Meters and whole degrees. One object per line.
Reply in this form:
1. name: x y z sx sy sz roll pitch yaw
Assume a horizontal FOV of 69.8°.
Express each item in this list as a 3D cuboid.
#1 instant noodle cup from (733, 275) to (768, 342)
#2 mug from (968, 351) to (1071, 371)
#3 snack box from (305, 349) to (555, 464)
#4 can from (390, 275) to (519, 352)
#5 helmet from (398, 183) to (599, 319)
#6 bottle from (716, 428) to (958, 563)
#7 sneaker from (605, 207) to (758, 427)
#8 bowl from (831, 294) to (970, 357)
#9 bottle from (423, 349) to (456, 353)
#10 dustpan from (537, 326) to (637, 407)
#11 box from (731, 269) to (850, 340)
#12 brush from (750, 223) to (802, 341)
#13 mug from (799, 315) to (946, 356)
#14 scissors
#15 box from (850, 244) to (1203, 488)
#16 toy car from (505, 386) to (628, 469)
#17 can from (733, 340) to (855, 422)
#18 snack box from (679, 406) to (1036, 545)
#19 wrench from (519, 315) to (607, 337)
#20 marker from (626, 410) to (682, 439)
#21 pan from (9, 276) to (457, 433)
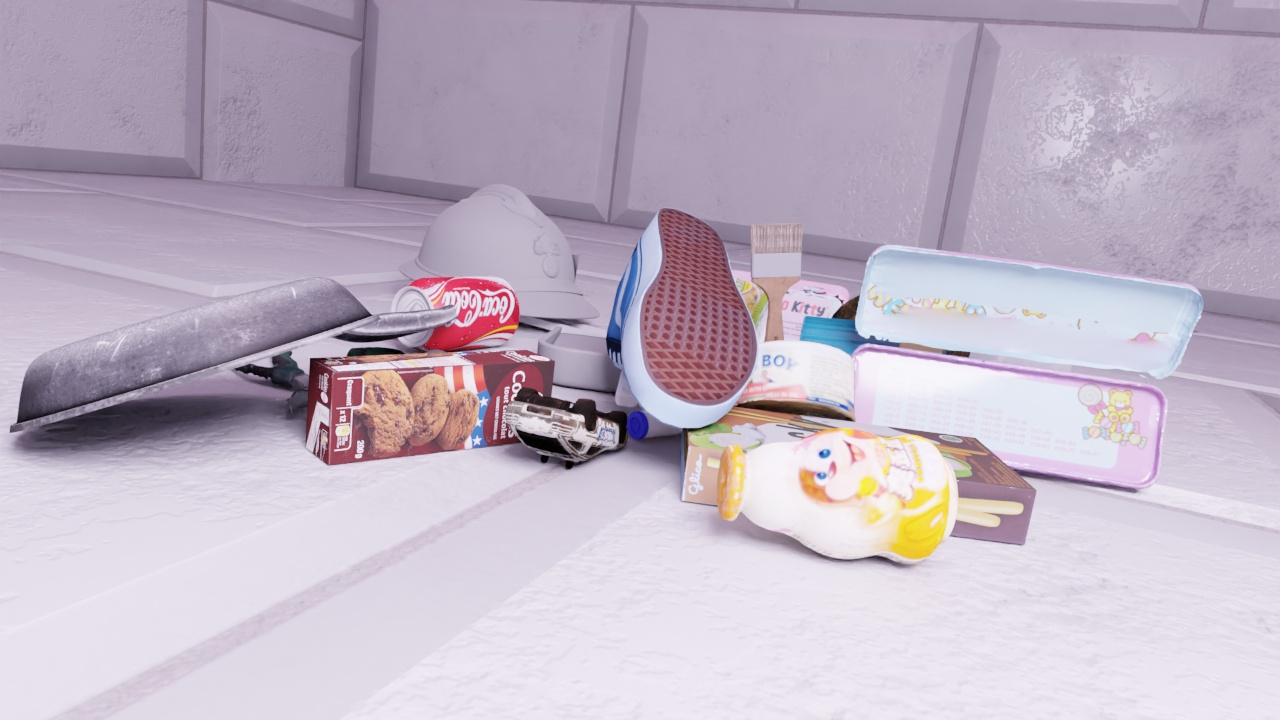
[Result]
1. instant noodle cup: 0.080 -0.049 0.934 0.108 0.099 0.098 20 16 22
2. mug: 0.318 -0.006 0.805 0.084 0.113 0.070 -24 19 -5
3. snack box: -0.119 0.024 0.536 0.140 0.051 0.032 -3 15 -41
4. can: -0.159 -0.041 0.797 0.064 0.064 0.104 15 14 33
5. helmet: -0.148 -0.128 0.995 0.183 0.118 0.271 -2 17 -44
6. bottle: 0.093 0.063 0.443 0.109 0.063 0.063 6 12 -5
7. sneaker: 0.018 -0.010 0.615 0.083 0.098 0.240 22 30 -11
8. bowl: 0.220 -0.002 0.781 0.121 0.121 0.056 8 53 4
9. bottle: -0.148 0.010 0.642 0.030 0.030 0.112 9 12 8
10. dustpan: -0.004 0.004 0.739 0.163 0.033 0.257 7 16 1
11. box: 0.134 -0.046 1.060 0.202 0.087 0.102 12 52 27
12. brush: 0.116 -0.045 0.788 0.045 0.143 0.008 -4 12 -11
13. mug: 0.176 0.016 0.719 0.107 0.083 0.113 6 -17 12
14. scissors: -0.203 0.012 0.641 0.146 0.015 0.210 1 12 -34
15. box: 0.251 0.003 0.624 0.214 0.150 0.048 9 15 8
16. toy car: -0.041 0.042 0.538 0.048 0.040 0.112 11 -6 18
17. can: 0.101 0.020 0.614 0.086 0.043 0.086 5 -19 2
18. snack box: 0.118 0.062 0.539 0.186 0.032 0.101 7 11 1
19. wrench: -0.074 -0.036 0.949 0.274 0.018 0.086 15 12 29
20. marker: 0.052 0.040 0.641 0.141 0.020 0.020 -3 15 -38
21. pan: -0.210 -0.018 0.574 0.188 0.055 0.356 -13 9 19
